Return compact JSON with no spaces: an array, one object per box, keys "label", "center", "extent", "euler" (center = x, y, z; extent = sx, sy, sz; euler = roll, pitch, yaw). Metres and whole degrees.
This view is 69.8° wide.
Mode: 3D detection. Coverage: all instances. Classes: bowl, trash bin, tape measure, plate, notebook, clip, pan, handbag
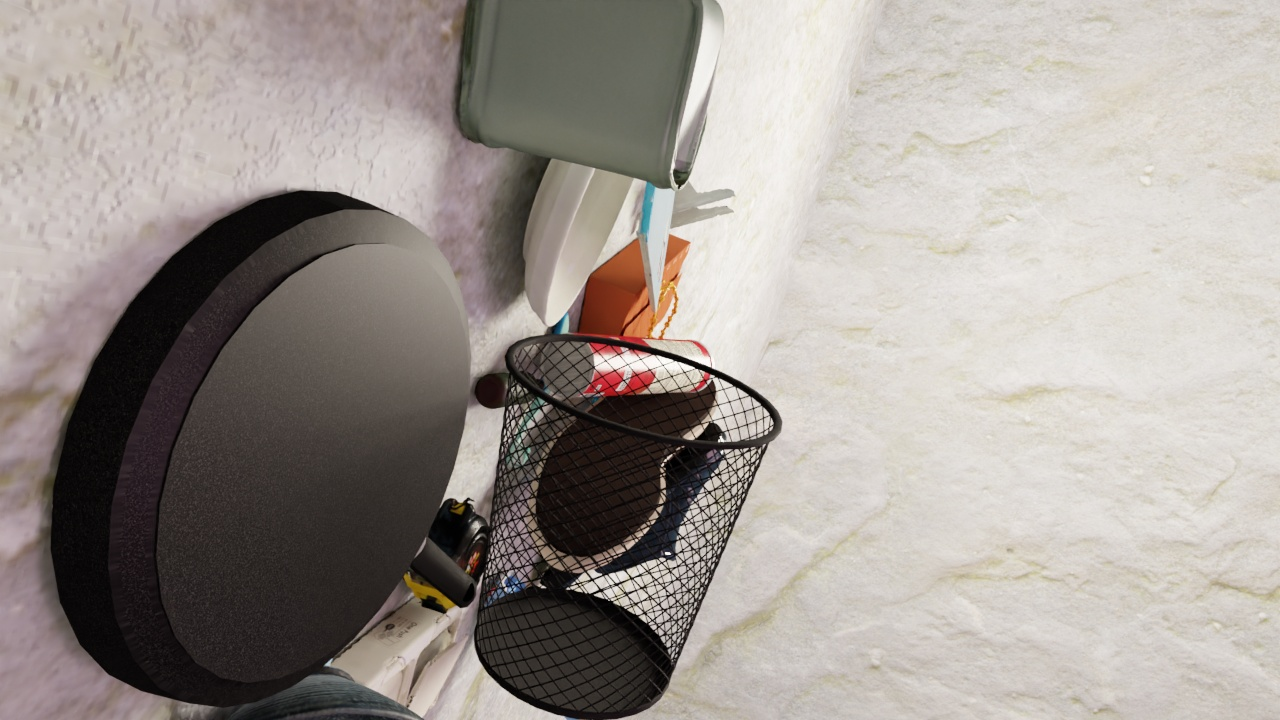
[{"label":"bowl","center":[-0.173,0.198,0.476],"extent":[0.057,0.137,0.137],"euler":[-116,-152,-47]},{"label":"trash bin","center":[-0.023,0.112,0.627],"extent":[0.183,0.184,0.210],"euler":[-36,142,-69]},{"label":"tape measure","center":[-0.134,0.136,0.638],"extent":[0.072,0.042,0.071],"euler":[89,15,-48]},{"label":"plate","center":[-0.040,-0.112,0.627],"extent":[0.182,0.034,0.182],"euler":[29,86,-87]},{"label":"notebook","center":[0.026,-0.185,0.755],"extent":[0.181,0.009,0.253],"euler":[75,24,-76]},{"label":"clip","center":[0.037,-0.150,0.904],"extent":[0.059,0.101,0.052],"euler":[-121,-161,-50]},{"label":"pan","center":[-0.133,0.073,0.461],"extent":[0.357,0.034,0.224],"euler":[72,38,-58]},{"label":"handbag","center":[-0.025,-0.152,0.476],"extent":[0.067,0.122,0.106],"euler":[-43,147,-68]},{"label":"handbag","center":[-0.003,-0.048,0.886],"extent":[0.171,0.060,0.109],"euler":[-49,159,-60]}]

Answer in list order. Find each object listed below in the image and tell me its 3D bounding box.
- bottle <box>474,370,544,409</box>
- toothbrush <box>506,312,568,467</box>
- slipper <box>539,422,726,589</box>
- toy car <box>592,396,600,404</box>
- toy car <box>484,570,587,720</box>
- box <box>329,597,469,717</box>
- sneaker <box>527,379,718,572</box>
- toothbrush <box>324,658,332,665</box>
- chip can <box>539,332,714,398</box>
[{"label":"bottle","center":[-0.091,0.020,0.678],"extent":[0.106,0.025,0.025],"euler":[-5,114,-77]},{"label":"toothbrush","center":[-0.080,0.025,0.751],"extent":[0.022,0.017,0.135],"euler":[25,85,-74]},{"label":"slipper","center":[0.009,0.172,0.958],"extent":[0.266,0.083,0.108],"euler":[-45,-176,20]},{"label":"toy car","center":[-0.027,0.030,0.958],"extent":[0.105,0.032,0.048],"euler":[-45,153,-52]},{"label":"toy car","center":[-0.090,0.263,0.827],"extent":[0.055,0.153,0.056],"euler":[-34,177,3]},{"label":"box","center":[-0.179,0.265,0.630],"extent":[0.143,0.044,0.184],"euler":[-31,139,-71]},{"label":"sneaker","center":[-0.027,0.107,0.859],"extent":[0.292,0.112,0.117],"euler":[-54,171,-52]},{"label":"toothbrush","center":[-0.187,0.181,0.534],"extent":[0.022,0.016,0.154],"euler":[-21,-147,48]},{"label":"chip can","center":[-0.004,0.005,0.790],"extent":[0.214,0.052,0.052],"euler":[1,109,-61]}]
